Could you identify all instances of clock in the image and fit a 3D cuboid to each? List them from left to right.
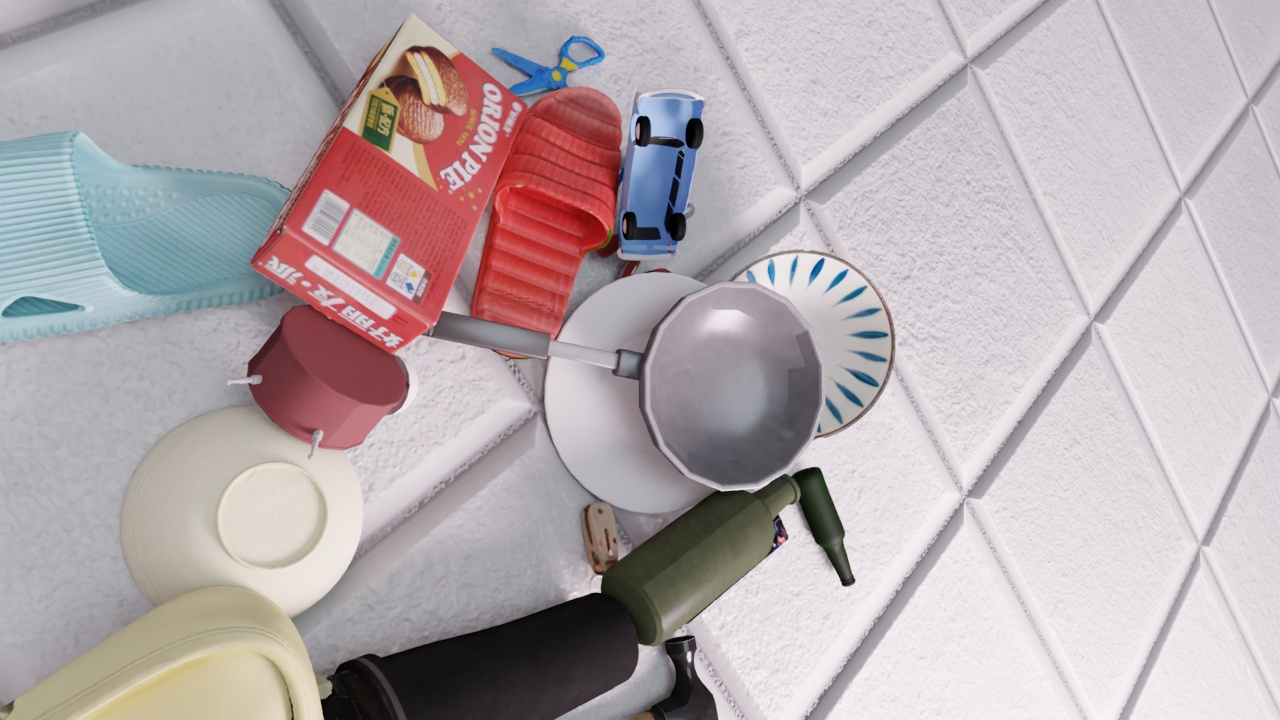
[{"bbox_3d":[-0.205,0.008,0.618,0.096,0.048,0.137,43,18,-3],"label":"clock"}]

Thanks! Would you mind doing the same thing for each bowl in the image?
[{"bbox_3d":[-0.244,0.100,0.587,0.150,0.075,0.150,6,79,-34],"label":"bowl"},{"bbox_3d":[0.144,-0.016,0.867,0.177,0.071,0.177,0,97,2],"label":"bowl"}]

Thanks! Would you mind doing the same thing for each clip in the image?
[{"bbox_3d":[-0.034,0.149,0.763,0.025,0.049,0.061,-5,45,-35],"label":"clip"}]

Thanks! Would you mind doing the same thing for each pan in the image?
[{"bbox_3d":[-0.004,0.004,0.753,0.356,0.041,0.178,12,85,-24],"label":"pan"}]

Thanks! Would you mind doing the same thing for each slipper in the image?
[{"bbox_3d":[-0.332,-0.076,0.561,0.275,0.070,0.116,-9,90,-37],"label":"slipper"},{"bbox_3d":[-0.071,-0.123,0.751,0.103,0.059,0.248,23,73,-21],"label":"slipper"}]

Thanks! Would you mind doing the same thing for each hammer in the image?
[{"bbox_3d":[-0.067,0.315,0.702,0.304,0.040,0.132,-6,82,-35],"label":"hammer"}]

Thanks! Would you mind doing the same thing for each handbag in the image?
[{"bbox_3d":[-0.263,0.254,0.518,0.190,0.088,0.233,-14,106,-21],"label":"handbag"}]

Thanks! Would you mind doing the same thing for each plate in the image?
[{"bbox_3d":[0.015,0.028,0.800,0.208,0.015,0.208,0,90,-22],"label":"plate"}]

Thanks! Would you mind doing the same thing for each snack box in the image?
[{"bbox_3d":[-0.169,-0.132,0.656,0.113,0.060,0.235,35,49,-27],"label":"snack box"}]

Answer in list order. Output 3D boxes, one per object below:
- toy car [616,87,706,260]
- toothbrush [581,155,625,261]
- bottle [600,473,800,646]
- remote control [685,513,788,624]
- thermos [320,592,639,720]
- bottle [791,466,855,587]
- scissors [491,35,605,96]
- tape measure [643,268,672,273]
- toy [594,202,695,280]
[{"bbox_3d":[0.013,-0.154,0.758,0.056,0.154,0.054,-1,38,-14],"label":"toy car"},{"bbox_3d":[-0.034,-0.137,0.815,0.021,0.017,0.134,36,67,-21],"label":"toothbrush"},{"bbox_3d":[0.061,0.155,0.774,0.206,0.072,0.071,-29,99,-37],"label":"bottle"},{"bbox_3d":[0.077,0.180,0.835,0.149,0.022,0.047,-28,98,-37],"label":"remote control"},{"bbox_3d":[-0.105,0.232,0.653,0.218,0.106,0.106,-11,88,-41],"label":"thermos"},{"bbox_3d":[0.184,0.166,0.906,0.032,0.033,0.123,-28,99,-35],"label":"bottle"},{"bbox_3d":[-0.073,-0.239,0.808,0.130,0.018,0.110,-31,97,-35],"label":"scissors"},{"bbox_3d":[0.019,-0.054,0.835,0.059,0.019,0.051,42,58,-30],"label":"tape measure"},{"bbox_3d":[0.005,-0.114,0.829,0.111,0.030,0.049,-44,112,-21],"label":"toy"}]
